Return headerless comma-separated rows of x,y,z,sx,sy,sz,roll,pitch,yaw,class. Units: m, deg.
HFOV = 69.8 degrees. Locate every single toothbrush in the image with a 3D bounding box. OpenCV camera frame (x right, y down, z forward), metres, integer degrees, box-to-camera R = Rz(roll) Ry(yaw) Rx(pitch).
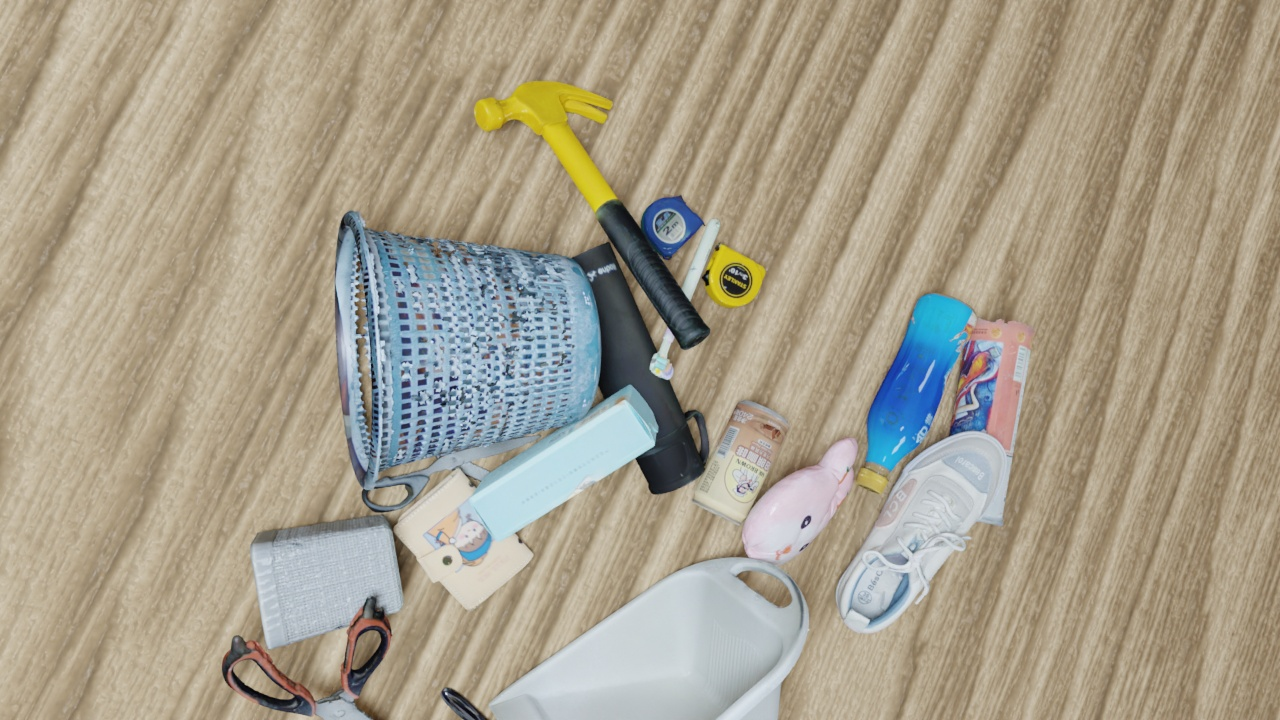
0.048,-0.066,0.901,0.029,0.020,0.189,41,56,-33,toothbrush
-0.124,0.375,0.884,0.181,0.018,0.015,44,85,-8,toothbrush

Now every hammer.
-0.029,-0.140,0.853,0.128,0.033,0.300,-25,76,-31,hammer

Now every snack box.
-0.068,0.092,0.834,0.175,0.074,0.051,-32,96,8,snack box

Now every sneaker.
0.276,0.171,0.918,0.089,0.090,0.242,36,97,14,sneaker

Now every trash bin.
-0.147,-0.012,0.783,0.194,0.227,0.226,-3,90,-24,trash bin

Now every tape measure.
0.093,-0.083,0.937,0.060,0.029,0.057,26,82,-14,tape measure
0.028,-0.136,0.923,0.054,0.025,0.058,46,75,-8,tape measure

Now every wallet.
-0.169,0.172,0.865,0.087,0.024,0.115,-41,108,-13,wallet

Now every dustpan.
0.019,0.272,0.823,0.257,0.223,0.143,-4,102,-26,dustpan

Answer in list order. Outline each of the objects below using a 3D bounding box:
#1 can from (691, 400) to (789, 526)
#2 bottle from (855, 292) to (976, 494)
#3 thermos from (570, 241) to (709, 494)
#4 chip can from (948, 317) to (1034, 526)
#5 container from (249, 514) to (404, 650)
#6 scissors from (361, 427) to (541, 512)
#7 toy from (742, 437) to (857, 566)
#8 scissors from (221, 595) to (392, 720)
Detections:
0.101,0.102,0.922,0.058,0.058,0.116,28,82,-13,can
0.284,0.036,0.968,0.065,0.065,0.218,28,83,-13,bottle
-0.005,0.005,0.898,0.089,0.069,0.242,-31,100,-41,thermos
0.371,0.065,0.987,0.071,0.071,0.214,13,86,-14,chip can
-0.273,0.188,0.809,0.114,0.090,0.090,-10,92,-18,container
-0.185,0.092,0.873,0.180,0.014,0.159,-32,100,-15,scissors
0.165,0.143,0.923,0.159,0.121,0.054,-39,56,-20,toy
-0.268,0.289,0.792,0.188,0.015,0.227,12,112,-31,scissors
